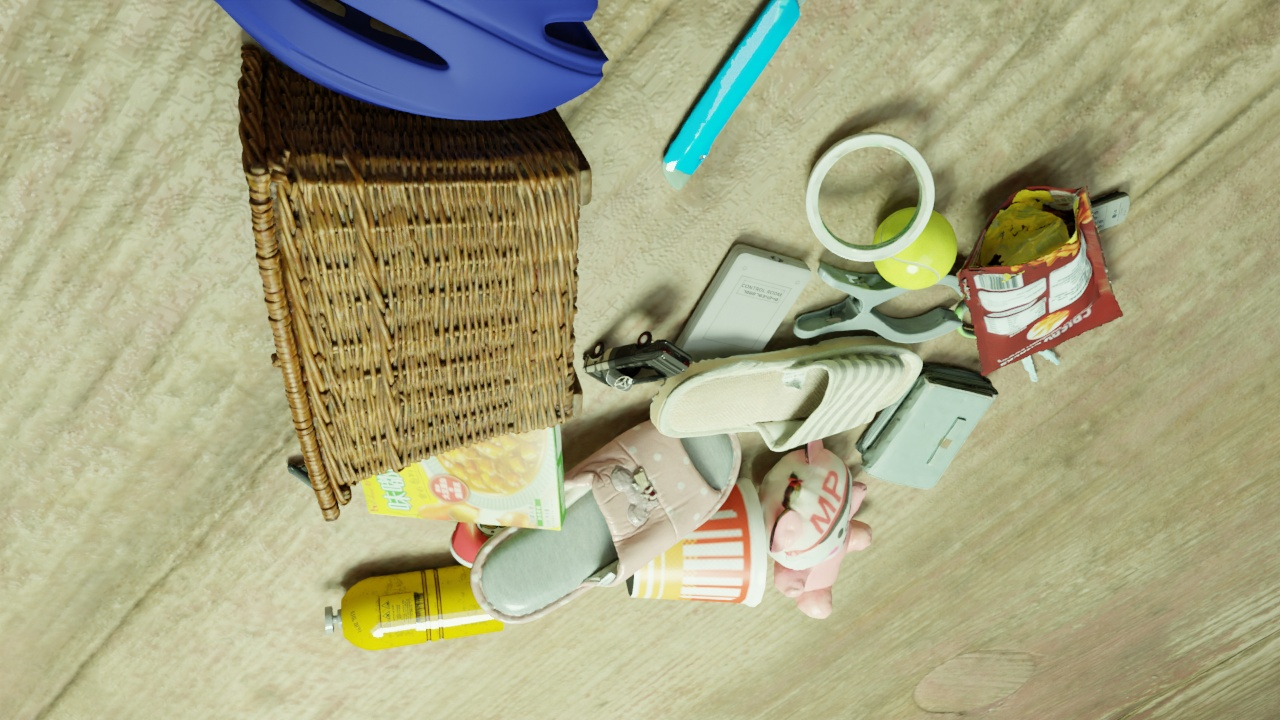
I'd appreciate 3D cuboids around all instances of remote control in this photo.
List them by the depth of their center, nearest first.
[{"bbox_3d":[0.076,-0.029,0.772,0.074,0.019,0.151,11,127,-28],"label":"remote control"},{"bbox_3d":[0.356,-0.112,0.794,0.136,0.013,0.033,-20,137,1],"label":"remote control"}]

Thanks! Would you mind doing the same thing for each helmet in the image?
[{"bbox_3d":[-0.101,-0.226,0.427,0.241,0.147,0.228,9,133,-26],"label":"helmet"}]

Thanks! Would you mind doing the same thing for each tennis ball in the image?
[{"bbox_3d":[0.218,-0.089,0.731,0.065,0.065,0.065,-10,134,-10],"label":"tennis ball"}]

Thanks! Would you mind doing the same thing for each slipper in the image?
[{"bbox_3d":[-0.024,0.137,0.809,0.274,0.054,0.114,-34,96,-10],"label":"slipper"},{"bbox_3d":[0.137,0.032,0.811,0.272,0.054,0.115,-5,141,-24],"label":"slipper"}]

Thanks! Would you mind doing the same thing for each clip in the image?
[{"bbox_3d":[0.219,-0.065,0.783,0.163,0.028,0.115,-3,132,-19],"label":"clip"}]

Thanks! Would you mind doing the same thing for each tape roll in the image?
[{"bbox_3d":[0.170,-0.122,0.685,0.094,0.018,0.094,3,110,8],"label":"tape roll"}]

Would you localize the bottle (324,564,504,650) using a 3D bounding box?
[{"bbox_3d":[-0.219,0.239,0.889,0.163,0.071,0.071,-5,133,-15],"label":"bottle"}]

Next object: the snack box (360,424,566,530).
[{"bbox_3d":[-0.147,0.077,0.741,0.168,0.027,0.132,4,127,6],"label":"snack box"}]

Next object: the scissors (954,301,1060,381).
[{"bbox_3d":[0.355,-0.021,0.884,0.093,0.032,0.175,-35,130,11],"label":"scissors"}]

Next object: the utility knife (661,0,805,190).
[{"bbox_3d":[0.067,-0.192,0.616,0.031,0.015,0.186,16,128,-34],"label":"utility knife"}]

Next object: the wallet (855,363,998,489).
[{"bbox_3d":[0.286,0.065,0.917,0.100,0.054,0.132,6,125,-26],"label":"wallet"}]

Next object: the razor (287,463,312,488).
[{"bbox_3d":[-0.251,0.047,0.731,0.043,0.022,0.145,31,123,13],"label":"razor"}]

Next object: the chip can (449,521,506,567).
[{"bbox_3d":[-0.119,0.095,0.800,0.051,0.051,0.215,5,130,-24],"label":"chip can"}]

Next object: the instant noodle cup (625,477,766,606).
[{"bbox_3d":[0.048,0.180,0.899,0.121,0.123,0.124,-1,133,-8],"label":"instant noodle cup"}]

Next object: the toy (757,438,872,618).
[{"bbox_3d":[0.173,0.170,0.941,0.141,0.084,0.213,-54,145,-19],"label":"toy"}]

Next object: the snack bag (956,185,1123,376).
[{"bbox_3d":[0.346,-0.055,0.795,0.139,0.066,0.208,-33,140,11],"label":"snack bag"}]

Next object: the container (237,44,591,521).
[{"bbox_3d":[-0.133,-0.056,0.575,0.183,0.162,0.250,-9,132,-17],"label":"container"}]

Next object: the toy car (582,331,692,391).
[{"bbox_3d":[-0.004,0.004,0.744,0.092,0.037,0.040,-12,148,41],"label":"toy car"}]
